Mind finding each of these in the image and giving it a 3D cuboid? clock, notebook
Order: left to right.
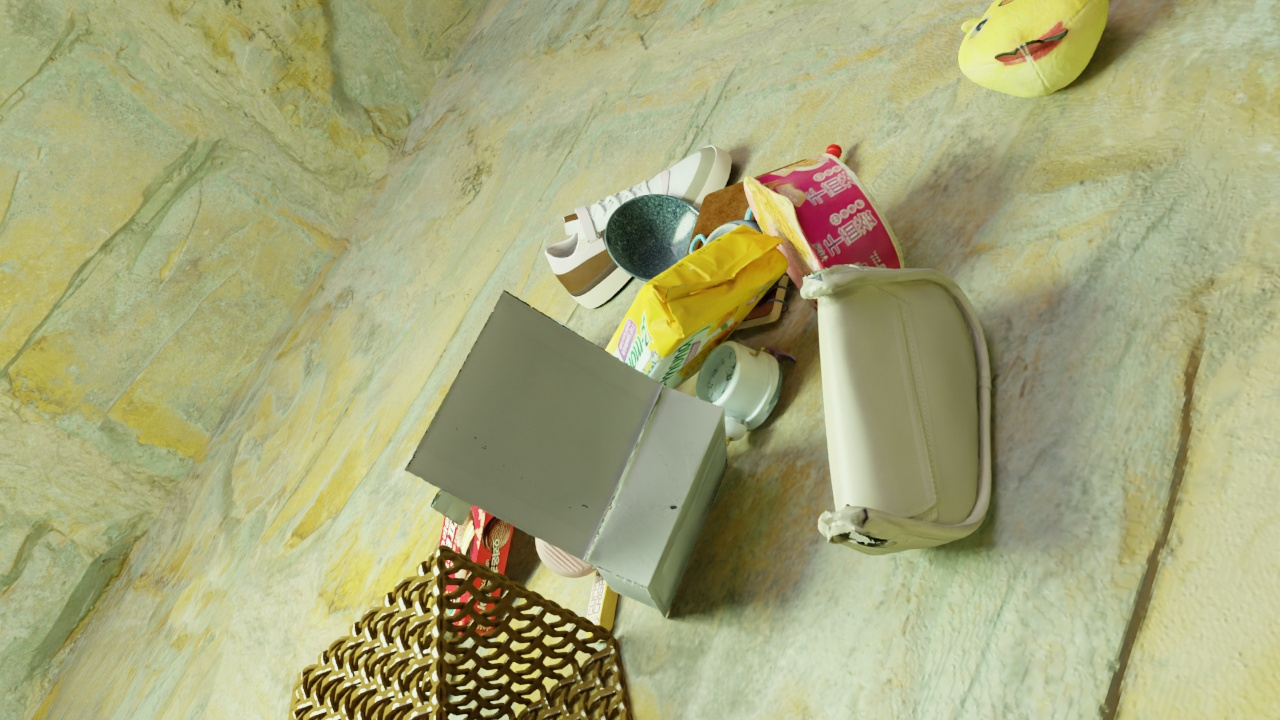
[{"bbox_3d":[0.091,0.037,0.915,0.117,0.057,0.083,-66,26,1],"label":"clock"},{"bbox_3d":[0.118,-0.126,1.065,0.168,0.024,0.225,-12,50,42],"label":"notebook"}]

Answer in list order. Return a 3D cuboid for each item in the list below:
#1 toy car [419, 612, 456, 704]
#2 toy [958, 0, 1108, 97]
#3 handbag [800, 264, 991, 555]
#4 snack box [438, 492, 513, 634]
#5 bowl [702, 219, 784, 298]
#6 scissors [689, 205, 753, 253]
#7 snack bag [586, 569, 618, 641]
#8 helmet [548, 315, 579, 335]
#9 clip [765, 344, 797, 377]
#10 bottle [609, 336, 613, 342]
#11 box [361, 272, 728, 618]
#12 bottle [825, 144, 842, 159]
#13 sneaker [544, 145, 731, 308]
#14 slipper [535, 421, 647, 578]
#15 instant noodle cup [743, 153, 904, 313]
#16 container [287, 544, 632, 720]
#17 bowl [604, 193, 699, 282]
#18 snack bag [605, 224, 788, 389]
[{"bbox_3d":[-0.234,0.347,1.068,0.039,0.039,0.112,-11,47,21],"label":"toy car"},{"bbox_3d":[0.373,-0.317,0.870,0.134,0.092,0.207,-19,35,35],"label":"toy"},{"bbox_3d":[0.173,0.041,0.701,0.132,0.184,0.228,-27,56,41],"label":"handbag"},{"bbox_3d":[-0.199,0.222,1.081,0.133,0.035,0.152,31,111,59],"label":"snack box"},{"bbox_3d":[0.102,-0.112,0.991,0.111,0.055,0.110,-24,48,29],"label":"bowl"},{"bbox_3d":[0.091,-0.127,1.064,0.130,0.015,0.135,11,65,53],"label":"scissors"},{"bbox_3d":[-0.037,0.235,0.927,0.026,0.020,0.099,-25,40,40],"label":"snack bag"},{"bbox_3d":[-0.089,0.036,1.116,0.272,0.117,0.183,5,93,50],"label":"helmet"},{"bbox_3d":[0.140,-0.002,0.936,0.032,0.013,0.051,-48,29,6],"label":"clip"},{"bbox_3d":[-0.006,0.006,1.096,0.044,0.044,0.109,-46,32,11],"label":"bottle"},{"bbox_3d":[-0.049,0.086,0.783,0.165,0.330,0.166,-12,48,59],"label":"box"},{"bbox_3d":[0.203,-0.191,1.015,0.036,0.036,0.118,-14,48,47],"label":"bottle"},{"bbox_3d":[-0.014,-0.203,1.241,0.294,0.116,0.111,-39,34,23],"label":"sneaker"},{"bbox_3d":[-0.029,0.137,0.951,0.197,0.093,0.081,-44,0,-7],"label":"slipper"},{"bbox_3d":[0.177,-0.117,0.864,0.078,0.179,0.178,-32,33,2],"label":"instant noodle cup"},{"bbox_3d":[-0.152,0.350,0.772,0.214,0.219,0.251,-42,32,18],"label":"container"},{"bbox_3d":[0.021,-0.141,1.172,0.057,0.137,0.136,99,-172,-61],"label":"bowl"},{"bbox_3d":[0.039,-0.034,0.904,0.159,0.068,0.248,-32,-13,-31],"label":"snack bag"}]
